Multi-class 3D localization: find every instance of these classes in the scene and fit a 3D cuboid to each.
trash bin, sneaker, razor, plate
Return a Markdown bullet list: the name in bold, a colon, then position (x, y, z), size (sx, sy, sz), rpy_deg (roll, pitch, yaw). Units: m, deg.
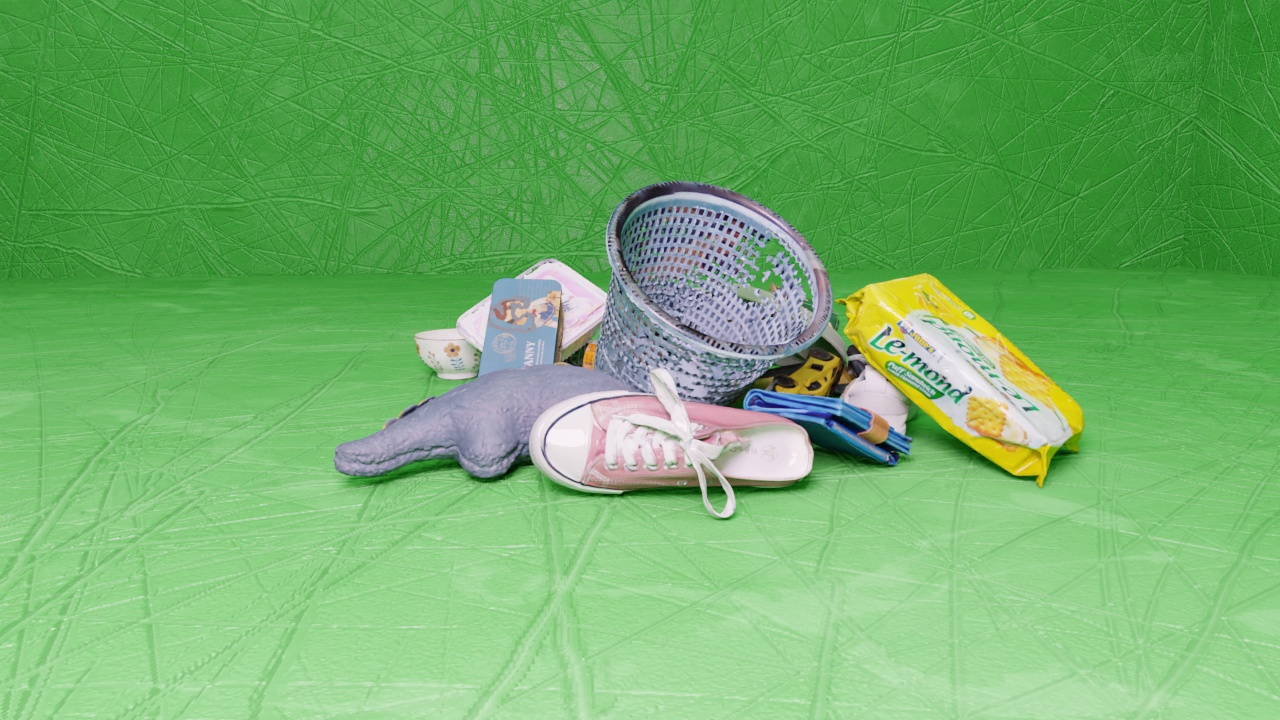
- **trash bin**: position (0.049, -0.034, 0.925), size (0.226, 0.196, 0.226), rpy_deg (11, 49, -13)
- **sneaker**: position (0.259, 0.027, 0.998), size (0.090, 0.091, 0.241), rpy_deg (4, 10, 18)
- **razor**: position (0.212, 0.018, 1.141), size (0.167, 0.068, 0.062), rpy_deg (-7, 28, -1)
- **sneaker**: position (0.029, 0.068, 0.752), size (0.241, 0.118, 0.088), rpy_deg (4, -10, -4)
- **plate**: position (0.171, -0.043, 1.228), size (0.230, 0.027, 0.230), rpy_deg (24, -13, 5)

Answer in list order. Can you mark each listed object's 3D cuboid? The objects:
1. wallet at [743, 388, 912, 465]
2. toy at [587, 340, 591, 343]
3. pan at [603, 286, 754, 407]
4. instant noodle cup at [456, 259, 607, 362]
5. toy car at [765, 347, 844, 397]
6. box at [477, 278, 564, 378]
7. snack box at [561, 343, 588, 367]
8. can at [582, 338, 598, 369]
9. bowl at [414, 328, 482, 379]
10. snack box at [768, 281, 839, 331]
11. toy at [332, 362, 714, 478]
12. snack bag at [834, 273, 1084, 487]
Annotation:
- **wallet**: position (0.173, 0.059, 0.840), size (0.106, 0.040, 0.133), rpy_deg (6, -14, 46)
- **toy**: position (-0.070, -0.009, 1.349), size (0.108, 0.039, 0.083), rpy_deg (3, 15, 11)
- **pan**: position (-0.006, 0.006, 1.044), size (0.356, 0.078, 0.198), rpy_deg (-30, 54, -34)
- **instant noodle cup**: position (-0.134, -0.043, 1.187), size (0.138, 0.060, 0.173), rpy_deg (36, 59, 29)
- **toy car**: position (0.162, 0.038, 0.939), size (0.041, 0.071, 0.155), rpy_deg (29, 31, 25)
- **box**: position (-0.139, -0.013, 1.084), size (0.090, 0.062, 0.184), rpy_deg (-1, 51, 1)
- **snack box**: position (-0.138, -0.009, 1.265), size (0.113, 0.053, 0.125), rpy_deg (6, -4, 15)
- **can**: position (0.000, 0.009, 1.173), size (0.146, 0.058, 0.058), rpy_deg (9, 13, 28)
- **bowl**: position (-0.257, -0.008, 1.283), size (0.113, 0.062, 0.113), rpy_deg (1, 9, 0)
- **snack box**: position (0.240, -0.048, 1.403), size (0.105, 0.118, 0.117), rpy_deg (13, 12, 2)
- **toy**: position (-0.090, 0.057, 0.844), size (0.356, 0.091, 0.137), rpy_deg (-3, 23, -5)
- **snack bag**: position (0.312, 0.012, 0.887), size (0.246, 0.068, 0.157), rpy_deg (46, 33, 22)
